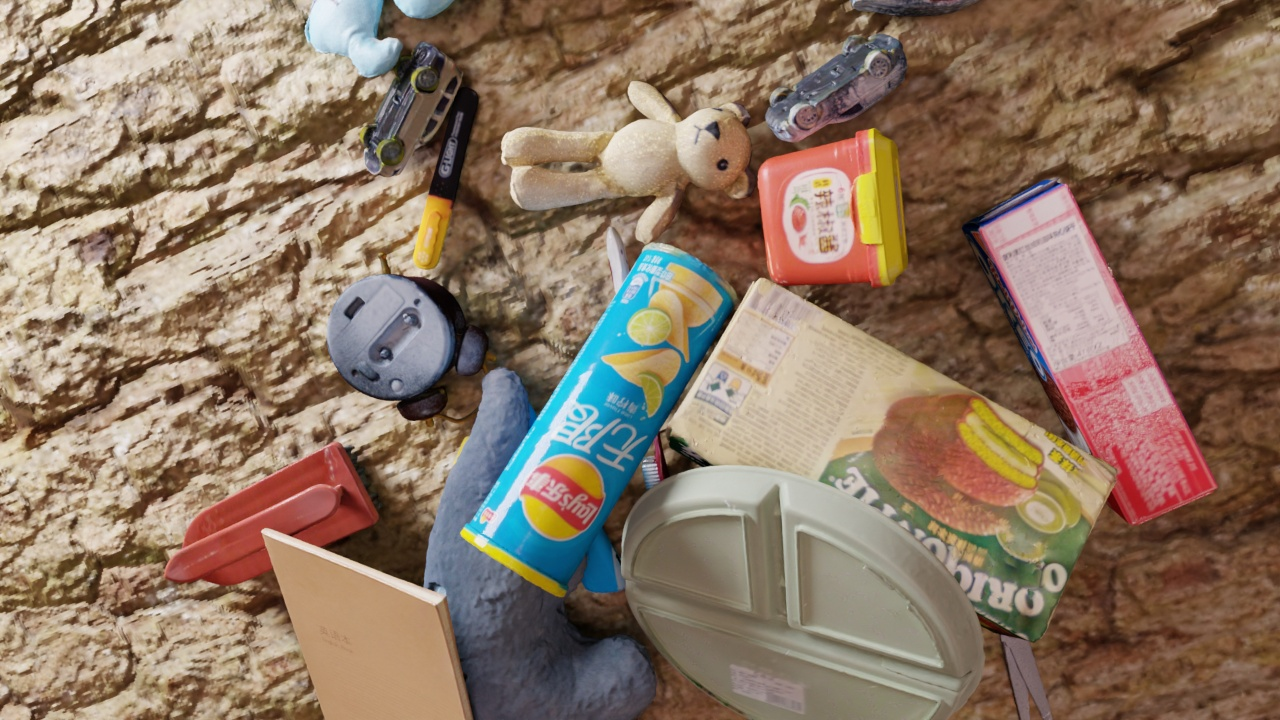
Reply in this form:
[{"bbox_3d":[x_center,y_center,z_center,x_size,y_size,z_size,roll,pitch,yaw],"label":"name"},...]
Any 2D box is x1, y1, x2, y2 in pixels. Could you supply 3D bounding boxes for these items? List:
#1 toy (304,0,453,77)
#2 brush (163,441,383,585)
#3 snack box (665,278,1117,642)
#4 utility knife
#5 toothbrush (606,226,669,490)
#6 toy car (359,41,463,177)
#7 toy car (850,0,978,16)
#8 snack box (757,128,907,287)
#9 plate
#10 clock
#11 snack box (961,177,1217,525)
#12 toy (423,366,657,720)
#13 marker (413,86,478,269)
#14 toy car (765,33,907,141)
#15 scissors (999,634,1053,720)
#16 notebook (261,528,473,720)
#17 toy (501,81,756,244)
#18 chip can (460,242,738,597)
[{"bbox_3d":[-0.143,-0.259,0.573,0.156,0.049,0.161,3,91,17],"label":"toy"},{"bbox_3d":[-0.258,0.113,0.636,0.146,0.069,0.063,-25,94,10],"label":"brush"},{"bbox_3d":[0.145,0.058,0.553,0.240,0.063,0.114,29,80,6],"label":"snack box"},{"bbox_3d":[-0.057,0.090,0.633,0.034,0.018,0.161,-26,94,24],"label":"utility knife"},{"bbox_3d":[-0.004,0.004,0.615,0.017,0.016,0.187,-9,98,18],"label":"toothbrush"},{"bbox_3d":[-0.149,-0.159,0.594,0.035,0.042,0.090,24,103,-41],"label":"toy car"},{"bbox_3d":[0.177,-0.221,0.541,0.106,0.049,0.031,-4,102,8],"label":"toy car"},{"bbox_3d":[0.117,-0.088,0.557,0.080,0.081,0.091,-5,97,21],"label":"snack box"},{"bbox_3d":[0.087,0.159,0.560,0.230,0.027,0.231,17,131,20],"label":"plate"},{"bbox_3d":[-0.150,-0.008,0.611,0.122,0.055,0.082,44,100,-2],"label":"clock"},{"bbox_3d":[0.271,-0.007,0.558,0.058,0.057,0.207,-28,95,13],"label":"snack box"},{"bbox_3d":[-0.071,0.188,0.615,0.138,0.091,0.356,-23,97,1],"label":"toy"},{"bbox_3d":[-0.130,-0.120,0.612,0.018,0.015,0.124,17,99,0],"label":"marker"},{"bbox_3d":[0.120,-0.165,0.561,0.090,0.043,0.034,-33,127,6],"label":"toy car"},{"bbox_3d":[0.235,0.175,0.613,0.126,0.012,0.173,11,101,4],"label":"scissors"},{"bbox_3d":[-0.171,0.214,0.609,0.150,0.012,0.212,12,124,26],"label":"notebook"},{"bbox_3d":[-0.007,-0.127,0.569,0.157,0.066,0.105,-5,81,0],"label":"toy"},{"bbox_3d":[-0.021,0.034,0.556,0.071,0.071,0.210,32,78,1],"label":"chip can"}]
